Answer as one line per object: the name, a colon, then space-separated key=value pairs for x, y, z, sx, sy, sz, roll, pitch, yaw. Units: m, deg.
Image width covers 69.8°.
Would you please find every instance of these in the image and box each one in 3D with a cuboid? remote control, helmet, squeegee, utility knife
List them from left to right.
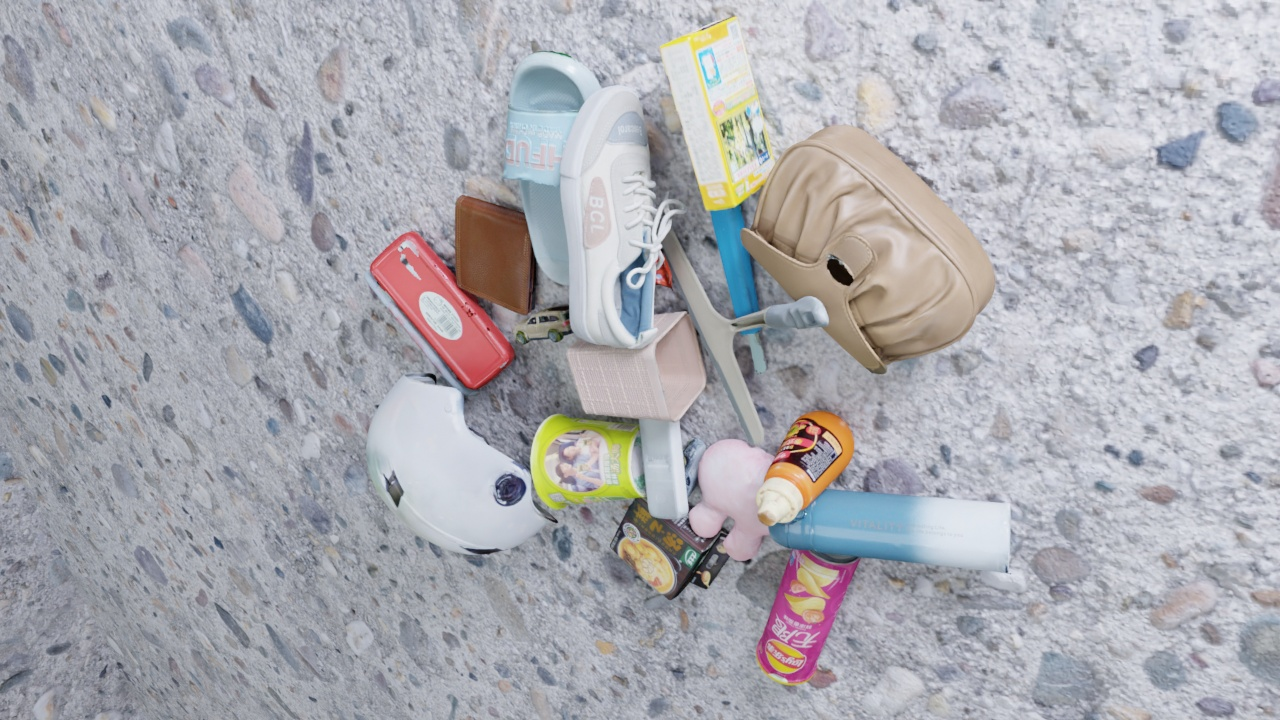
helmet: x=-0.231 y=0.143 z=1.103 sx=0.259 sy=0.145 sz=0.229 roll=55 pitch=165 yaw=-23
remote control: x=0.024 y=0.102 z=0.988 sx=0.056 sy=0.020 sz=0.136 roll=-8 pitch=88 yaw=52
utility knife: x=0.097 y=-0.068 z=0.879 sx=0.034 sy=0.018 sz=0.192 roll=16 pitch=129 yaw=47
squeegee: x=0.112 y=-0.036 z=0.811 sx=0.246 sy=0.039 sz=0.247 roll=65 pitch=164 yaw=-5

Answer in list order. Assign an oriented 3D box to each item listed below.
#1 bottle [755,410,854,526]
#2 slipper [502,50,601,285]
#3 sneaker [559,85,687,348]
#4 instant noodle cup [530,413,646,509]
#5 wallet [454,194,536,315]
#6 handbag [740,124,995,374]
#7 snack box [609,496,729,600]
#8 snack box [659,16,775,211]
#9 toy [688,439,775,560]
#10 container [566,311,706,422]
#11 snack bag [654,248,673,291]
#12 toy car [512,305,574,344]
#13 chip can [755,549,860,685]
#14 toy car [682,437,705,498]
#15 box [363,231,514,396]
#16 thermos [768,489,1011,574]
bottle: x=0.149 y=0.106 z=0.863 sx=0.067 sy=0.149 sz=0.067 roll=19 pitch=127 yaw=26
slipper: x=-0.090 y=-0.180 z=0.905 sx=0.104 sy=0.074 sz=0.246 roll=18 pitch=129 yaw=28
sneaker: x=-0.014 y=-0.126 z=0.841 sx=0.091 sy=0.089 sz=0.242 roll=17 pitch=112 yaw=42
instant noodle cup: x=-0.044 y=0.116 z=1.049 sx=0.124 sy=0.111 sz=0.112 roll=-3 pitch=117 yaw=29
wallet: x=-0.159 y=-0.119 z=1.028 sx=0.101 sy=0.032 sz=0.125 roll=23 pitch=130 yaw=19
handbag: x=0.178 y=-0.085 z=0.751 sx=0.204 sy=0.099 sz=0.148 roll=46 pitch=136 yaw=7
snack box: x=0.037 y=0.219 z=1.094 sx=0.125 sy=0.053 sz=0.113 roll=39 pitch=134 yaw=17
snack box: x=0.068 y=-0.205 z=0.762 sx=0.034 sy=0.086 sz=0.140 roll=-4 pitch=116 yaw=37
toy: x=0.108 y=0.151 z=0.989 sx=0.121 sy=0.054 sz=0.160 roll=34 pitch=134 yaw=10
container: x=-0.006 y=0.005 z=0.942 sx=0.111 sy=0.089 sz=0.090 roll=0 pitch=118 yaw=31
snack bag: x=-0.003 y=-0.090 z=0.925 sx=0.104 sy=0.026 sz=0.048 roll=5 pitch=115 yaw=48
toy car: x=-0.104 y=-0.040 z=1.030 sx=0.091 sy=0.042 sz=0.035 roll=-6 pitch=105 yaw=38
chip can: x=0.181 y=0.262 z=0.997 sx=0.071 sy=0.071 sz=0.211 roll=26 pitch=130 yaw=21
toy car: x=0.050 y=0.125 z=1.023 sx=0.034 sy=0.042 sz=0.091 roll=34 pitch=132 yaw=16
box: x=-0.246 y=-0.052 z=1.128 sx=0.116 sy=0.099 sz=0.201 roll=-40 pitch=91 yaw=11
thermos: x=0.232 y=0.157 z=0.866 sx=0.221 sy=0.070 sz=0.070 roll=2 pitch=119 yaw=23
